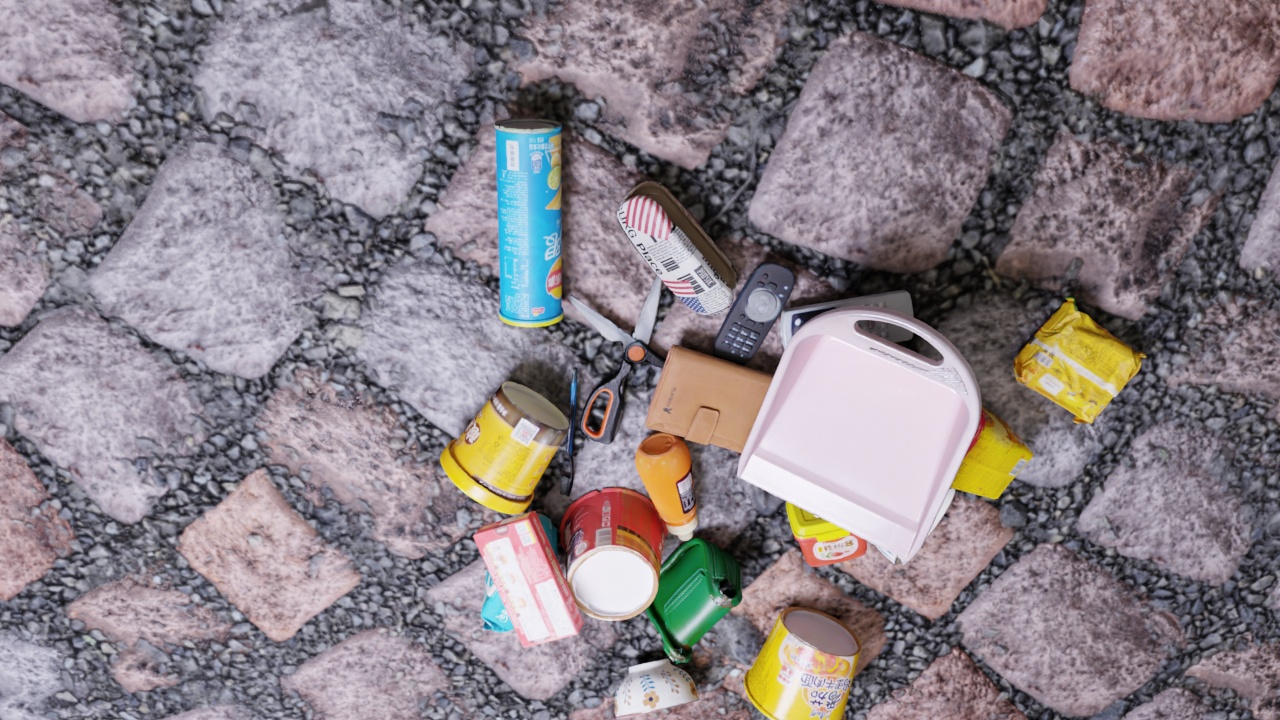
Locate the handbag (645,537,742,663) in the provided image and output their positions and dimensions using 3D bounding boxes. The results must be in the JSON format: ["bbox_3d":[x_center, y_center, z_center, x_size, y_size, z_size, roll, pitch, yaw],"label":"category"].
[{"bbox_3d":[0.067,0.295,1.140,0.068,0.120,0.131,33,107,-20],"label":"handbag"}]

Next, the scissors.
[{"bbox_3d":[-0.002,0.007,1.067,0.233,0.021,0.221,32,109,-14],"label":"scissors"}]

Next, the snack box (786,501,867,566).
[{"bbox_3d":[0.232,0.203,1.126,0.091,0.081,0.080,-14,126,7],"label":"snack box"}]

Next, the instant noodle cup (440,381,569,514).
[{"bbox_3d":[-0.151,0.097,1.058,0.118,0.118,0.114,33,102,-14],"label":"instant noodle cup"}]

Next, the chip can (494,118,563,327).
[{"bbox_3d":[-0.117,-0.145,0.973,0.071,0.071,0.210,2,113,-1],"label":"chip can"}]

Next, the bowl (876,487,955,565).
[{"bbox_3d":[0.318,0.181,1.108,0.066,0.116,0.117,38,115,29],"label":"bowl"}]

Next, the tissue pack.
[{"bbox_3d":[-0.153,0.264,1.140,0.050,0.093,0.134,29,110,-17],"label":"tissue pack"}]

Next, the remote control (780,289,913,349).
[{"bbox_3d":[0.234,-0.040,1.037,0.150,0.021,0.058,-10,106,-2],"label":"remote control"}]

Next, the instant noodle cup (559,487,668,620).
[{"bbox_3d":[-0.035,0.241,1.122,0.138,0.108,0.138,0,113,0],"label":"instant noodle cup"}]

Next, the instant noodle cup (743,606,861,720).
[{"bbox_3d":[0.215,0.393,1.182,0.138,0.138,0.110,16,105,-7],"label":"instant noodle cup"}]

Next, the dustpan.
[{"bbox_3d":[0.225,0.073,0.962,0.223,0.138,0.274,23,104,16],"label":"dustpan"}]

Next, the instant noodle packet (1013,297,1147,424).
[{"bbox_3d":[0.500,0.002,1.054,0.128,0.044,0.111,31,103,-17],"label":"instant noodle packet"}]

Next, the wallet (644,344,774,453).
[{"bbox_3d":[0.081,0.047,1.059,0.131,0.031,0.108,17,112,-8],"label":"wallet"}]

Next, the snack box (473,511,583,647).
[{"bbox_3d":[-0.130,0.255,1.068,0.075,0.025,0.153,-19,100,18],"label":"snack box"}]

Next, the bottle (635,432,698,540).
[{"bbox_3d":[0.039,0.160,1.115,0.067,0.066,0.150,-14,120,5],"label":"bottle"}]

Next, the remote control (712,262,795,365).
[{"bbox_3d":[0.127,-0.052,1.039,0.053,0.024,0.137,24,114,-10],"label":"remote control"}]

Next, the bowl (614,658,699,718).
[{"bbox_3d":[0.018,0.434,1.221,0.113,0.113,0.062,-13,70,5],"label":"bowl"}]

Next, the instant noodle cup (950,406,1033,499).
[{"bbox_3d":[0.373,0.096,1.065,0.123,0.116,0.116,22,113,-22],"label":"instant noodle cup"}]

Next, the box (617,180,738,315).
[{"bbox_3d":[0.037,-0.111,0.983,0.075,0.082,0.163,-34,112,20],"label":"box"}]

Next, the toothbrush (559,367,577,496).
[{"bbox_3d":[-0.085,0.088,1.094,0.016,0.014,0.190,12,122,10],"label":"toothbrush"}]
